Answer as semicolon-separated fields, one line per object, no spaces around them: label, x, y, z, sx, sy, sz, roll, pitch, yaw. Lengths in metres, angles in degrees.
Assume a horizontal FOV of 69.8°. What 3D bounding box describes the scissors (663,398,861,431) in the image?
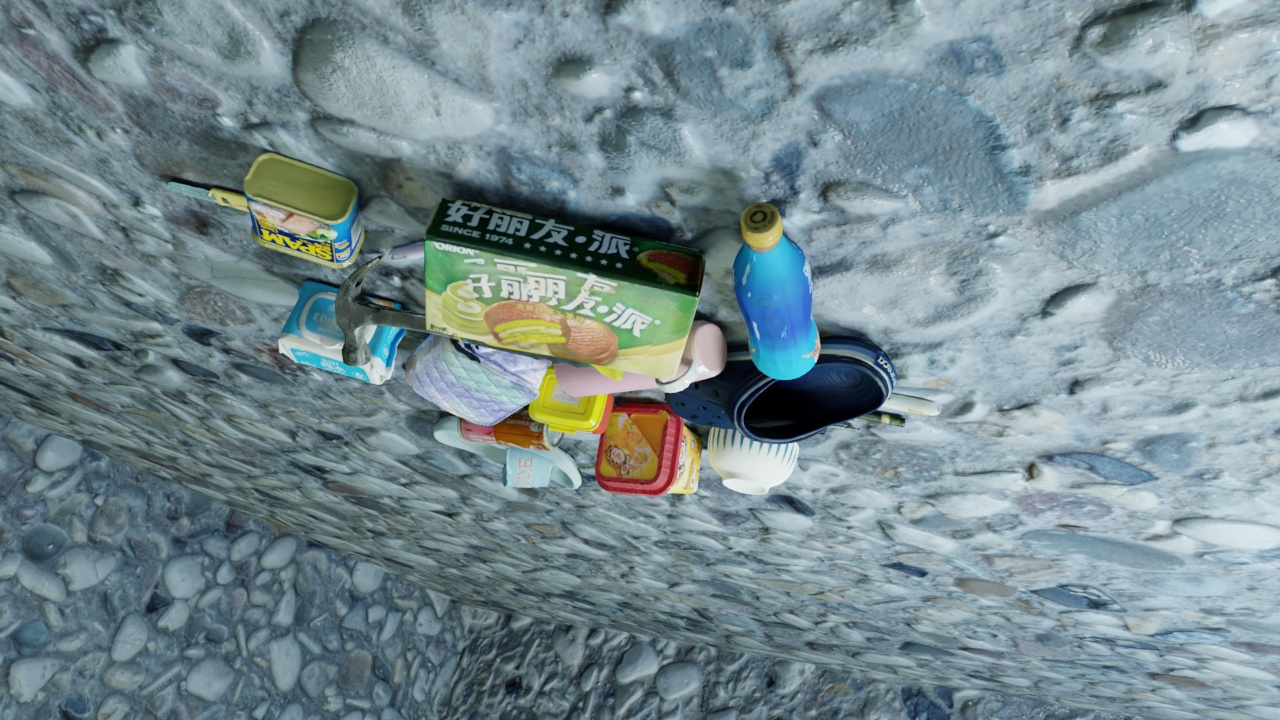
scissors;0.142;0.066;1.074;0.205;0.015;0.198;16;168;-33

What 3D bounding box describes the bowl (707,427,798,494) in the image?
bowl;0.139;0.130;1.168;0.116;0.066;0.117;13;157;5

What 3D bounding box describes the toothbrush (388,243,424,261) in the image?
toothbrush;-0.184;-0.113;0.886;0.190;0.021;0.029;-3;113;39

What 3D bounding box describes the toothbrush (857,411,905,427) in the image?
toothbrush;0.201;0.055;1.024;0.186;0.017;0.012;11;169;12

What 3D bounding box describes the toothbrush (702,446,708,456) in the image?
toothbrush;0.031;0.119;1.268;0.192;0.018;0.016;4;155;23

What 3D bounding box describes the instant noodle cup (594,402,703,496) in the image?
instant noodle cup;0.018;0.122;1.183;0.116;0.116;0.123;0;164;30

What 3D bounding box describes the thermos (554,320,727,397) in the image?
thermos;-0.006;0.006;0.956;0.199;0.087;0.067;-6;130;43

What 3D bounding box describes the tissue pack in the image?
tissue pack;-0.342;-0.034;1.066;0.140;0.089;0.063;15;157;1

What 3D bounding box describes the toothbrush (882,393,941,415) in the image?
toothbrush;0.220;0.035;0.973;0.191;0.016;0.018;11;167;10

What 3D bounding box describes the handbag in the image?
handbag;-0.195;0.007;1.090;0.134;0.075;0.194;30;152;-20

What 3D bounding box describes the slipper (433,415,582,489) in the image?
slipper;-0.206;0.153;1.418;0.245;0.074;0.104;20;155;-7

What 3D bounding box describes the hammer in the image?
hammer;-0.170;-0.032;0.946;0.324;0.031;0.126;10;117;15

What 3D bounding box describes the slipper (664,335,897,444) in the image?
slipper;0.134;0.042;0.926;0.253;0.095;0.105;-10;127;38

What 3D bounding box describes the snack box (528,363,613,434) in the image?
snack box;-0.080;0.053;1.117;0.091;0.082;0.080;10;166;14

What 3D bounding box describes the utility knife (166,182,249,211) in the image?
utility knife;-0.384;-0.155;0.925;0.198;0.020;0.031;19;151;3

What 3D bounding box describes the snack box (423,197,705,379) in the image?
snack box;-0.070;-0.062;0.819;0.240;0.063;0.115;12;138;-2

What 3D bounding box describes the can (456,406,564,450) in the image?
can;-0.181;0.091;1.285;0.147;0.057;0.058;4;154;24

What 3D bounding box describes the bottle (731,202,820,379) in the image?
bottle;0.113;-0.056;0.772;0.065;0.065;0.219;7;156;18

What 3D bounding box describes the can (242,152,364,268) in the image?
can;-0.314;-0.140;0.858;0.102;0.057;0.083;18;154;-7
